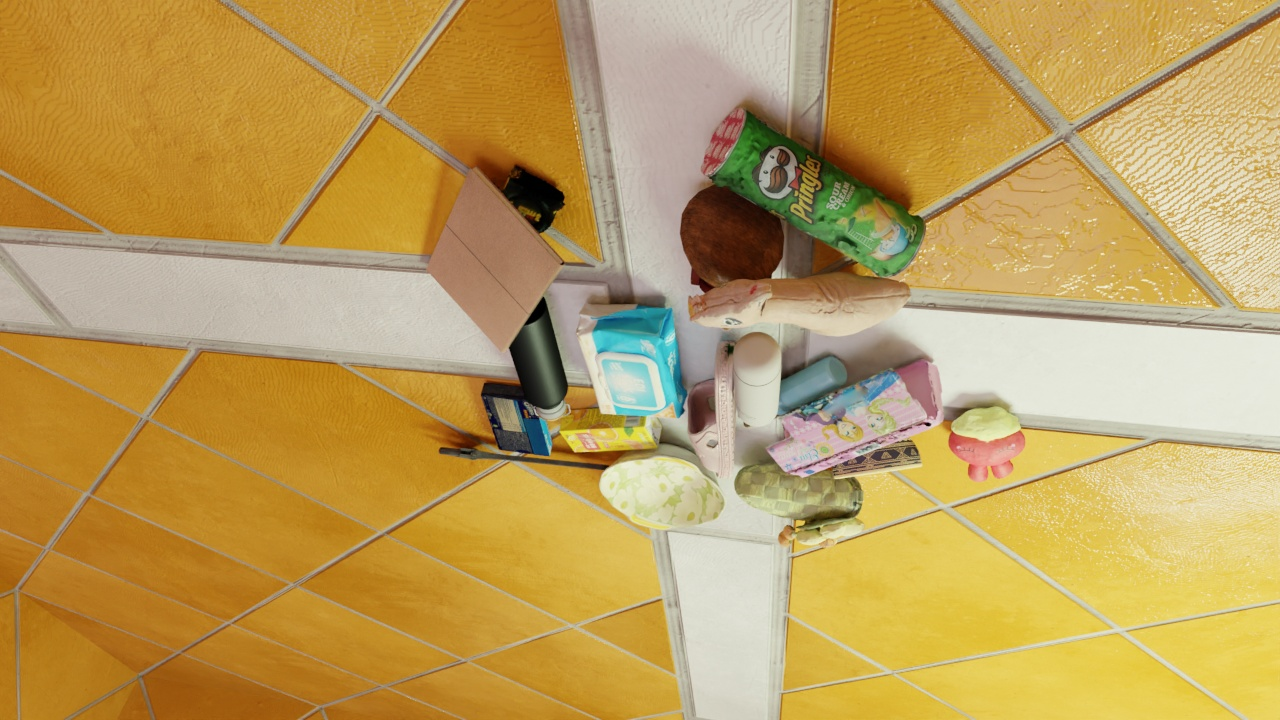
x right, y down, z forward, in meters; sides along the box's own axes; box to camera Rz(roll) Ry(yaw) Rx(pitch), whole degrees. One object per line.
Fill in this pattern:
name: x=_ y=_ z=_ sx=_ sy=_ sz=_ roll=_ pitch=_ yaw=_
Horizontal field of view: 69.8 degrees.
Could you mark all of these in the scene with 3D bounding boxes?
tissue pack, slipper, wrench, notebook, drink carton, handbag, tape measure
tissue pack: x=-0.007 y=0.007 z=1.160 sx=0.117 sy=0.065 sz=0.210 roll=4 pitch=144 yaw=14
slipper: x=0.091 y=0.070 z=1.186 sx=0.064 sy=0.094 sz=0.240 roll=2 pitch=138 yaw=6
wrench: x=-0.181 y=0.153 z=1.419 sx=0.273 sy=0.018 sz=0.073 roll=5 pitch=171 yaw=10
notebook: x=-0.170 y=-0.107 z=1.041 sx=0.141 sy=0.008 sz=0.210 roll=47 pitch=144 yaw=2
drink carton: x=-0.043 y=0.099 z=1.305 sx=0.135 sy=0.042 sz=0.058 roll=-4 pitch=140 yaw=23
handbag: x=0.222 y=0.205 z=1.289 sx=0.186 sy=0.116 sz=0.113 roll=7 pitch=169 yaw=7
tape measure: x=-0.120 y=-0.169 z=0.991 sx=0.067 sy=0.038 sz=0.063 roll=24 pitch=135 yaw=-15

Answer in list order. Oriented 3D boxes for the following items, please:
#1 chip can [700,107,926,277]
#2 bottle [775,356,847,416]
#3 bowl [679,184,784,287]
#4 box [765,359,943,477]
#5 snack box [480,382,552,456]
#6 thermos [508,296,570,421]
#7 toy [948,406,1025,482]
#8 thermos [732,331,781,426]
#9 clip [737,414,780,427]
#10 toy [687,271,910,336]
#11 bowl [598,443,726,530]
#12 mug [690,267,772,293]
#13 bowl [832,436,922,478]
chip can: x=0.170 y=-0.157 z=0.886 sx=0.223 sy=0.075 sz=0.076 roll=27 pitch=141 yaw=-17
bottle: x=0.198 y=0.037 z=1.152 sx=0.040 sy=0.040 sz=0.130 roll=33 pitch=139 yaw=-24
bowl: x=0.092 y=-0.129 z=0.913 sx=0.102 sy=0.114 sz=0.026 roll=-18 pitch=168 yaw=-1
box: x=0.247 y=0.065 z=1.126 sx=0.096 sy=0.085 sz=0.231 roll=26 pitch=143 yaw=-31
snack box: x=-0.179 y=0.088 z=1.347 sx=0.082 sy=0.027 sz=0.150 roll=6 pitch=144 yaw=8
thermos: x=-0.132 y=0.008 z=1.200 sx=0.061 sy=0.061 sz=0.232 roll=5 pitch=142 yaw=11
toy: x=0.439 y=0.107 z=1.163 sx=0.092 sy=0.045 sz=0.135 roll=0 pitch=135 yaw=21
thermos: x=0.133 y=0.024 z=1.047 sx=0.052 sy=0.052 sz=0.224 roll=6 pitch=163 yaw=9
clip: x=0.163 y=0.076 z=1.227 sx=0.061 sy=0.024 sz=0.043 roll=-7 pitch=138 yaw=19
toy: x=0.148 y=-0.049 z=0.933 sx=0.263 sy=0.065 sz=0.197 roll=-7 pitch=170 yaw=-28
bowl: x=0.037 y=0.178 z=1.368 sx=0.188 sy=0.060 sz=0.220 roll=15 pitch=142 yaw=-1
mug: x=0.096 y=-0.099 z=0.955 sx=0.082 sy=0.105 sz=0.073 roll=9 pitch=134 yaw=6
bowl: x=0.303 y=0.115 z=1.194 sx=0.112 sy=0.061 sz=0.112 roll=-8 pitch=170 yaw=-1
